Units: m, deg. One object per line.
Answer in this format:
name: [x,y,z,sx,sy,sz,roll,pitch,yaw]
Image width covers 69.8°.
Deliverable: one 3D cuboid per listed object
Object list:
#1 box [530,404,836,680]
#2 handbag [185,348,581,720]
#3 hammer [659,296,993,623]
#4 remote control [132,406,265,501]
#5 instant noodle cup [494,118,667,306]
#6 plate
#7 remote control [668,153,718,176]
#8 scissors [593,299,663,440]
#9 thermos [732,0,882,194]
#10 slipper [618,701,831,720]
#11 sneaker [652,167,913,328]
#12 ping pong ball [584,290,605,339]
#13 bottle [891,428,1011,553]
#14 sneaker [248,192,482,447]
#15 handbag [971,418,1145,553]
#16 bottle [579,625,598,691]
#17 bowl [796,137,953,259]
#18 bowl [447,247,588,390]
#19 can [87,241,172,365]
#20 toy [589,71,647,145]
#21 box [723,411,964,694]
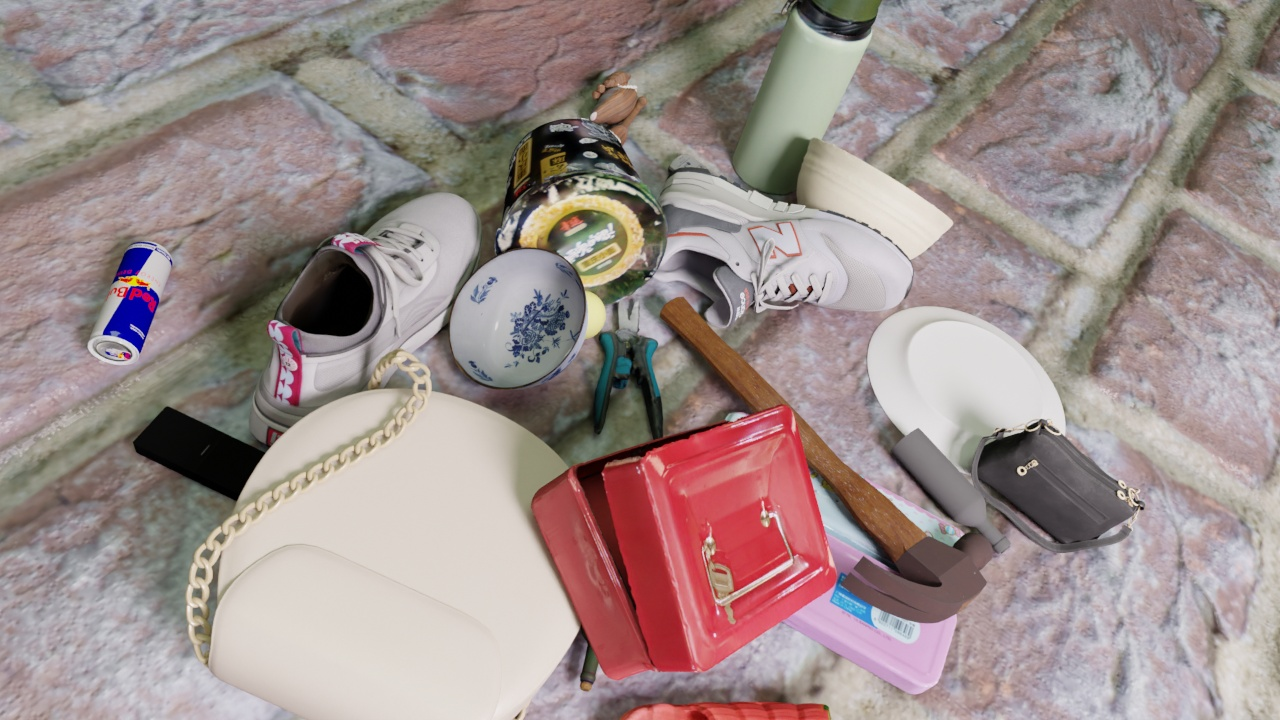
box: [0.030,0.108,0.560,0.157,0.111,0.134,-10,80,-48]
handbag: [-0.134,0.118,0.551,0.210,0.104,0.208,25,50,-3]
hammer: [0.124,0.062,0.698,0.115,0.033,0.323,-18,54,-40]
remote control: [-0.260,0.077,0.610,0.150,0.013,0.034,25,51,2]
instant noodle cup: [-0.055,-0.128,0.759,0.137,0.138,0.112,2,44,-15]
plate: [0.294,0.020,0.815,0.188,0.016,0.188,8,52,-11]
remote control: [0.086,-0.156,0.889,0.136,0.013,0.033,37,52,13]
scissors: [-0.011,0.007,0.734,0.123,0.019,0.147,38,51,14]
thermos: [0.152,-0.266,0.852,0.082,0.232,0.082,8,53,-10]
slipper: [0.103,0.259,0.550,0.248,0.059,0.103,14,51,-8]
sneaker: [0.106,-0.076,0.797,0.240,0.089,0.124,24,55,13]
ping pong ball: [-0.048,-0.037,0.742,0.040,0.040,0.040,8,52,-11]
bottle: [0.249,0.105,0.727,0.030,0.030,0.113,-25,64,-31]
sneaker: [-0.191,-0.060,0.662,0.097,0.129,0.262,25,49,2]
handbag: [0.328,0.098,0.721,0.128,0.079,0.054,40,50,4]
bottle: [-0.025,0.165,0.604,0.025,0.025,0.105,17,51,-4]
bowl: [0.203,-0.136,0.852,0.150,0.075,0.150,31,12,-8]
bowl: [-0.087,-0.026,0.705,0.114,0.045,0.114,-6,70,18]
can: [-0.364,-0.043,0.658,0.032,0.032,0.095,6,52,-12]
toy: [-0.025,-0.251,0.914,0.055,0.042,0.101,40,41,-13]
box: [0.135,0.131,0.677,0.214,0.035,0.150,29,47,6]
